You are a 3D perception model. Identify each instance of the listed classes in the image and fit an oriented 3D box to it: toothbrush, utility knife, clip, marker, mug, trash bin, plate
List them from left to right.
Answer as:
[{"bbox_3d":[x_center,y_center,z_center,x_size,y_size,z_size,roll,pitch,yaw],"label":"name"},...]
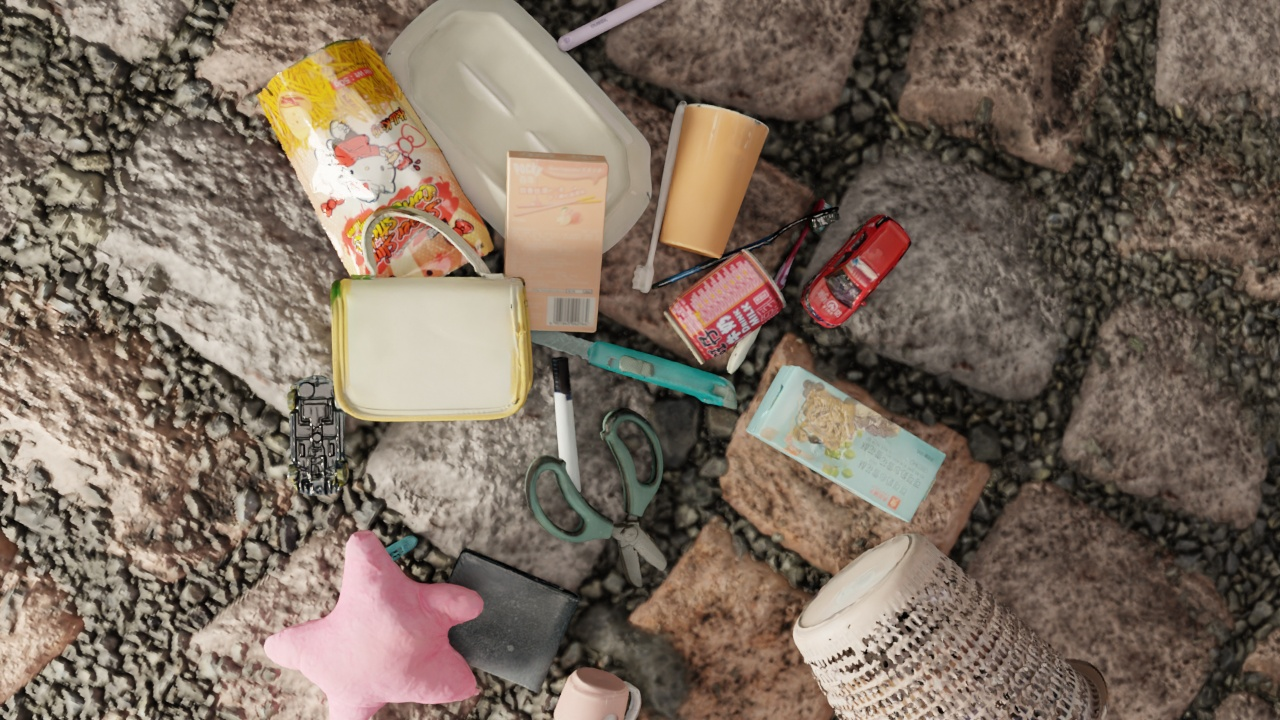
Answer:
[{"bbox_3d":[-0.225,0.174,0.820,0.057,0.048,0.014,-30,95,-10],"label":"clip"},{"bbox_3d":[-0.106,-0.207,0.814,0.162,0.034,0.265,-44,97,-4],"label":"plate"},{"bbox_3d":[-0.068,0.062,0.837,0.018,0.022,0.130,-5,92,-8],"label":"marker"},{"bbox_3d":[-0.005,0.005,0.848,0.209,0.013,0.029,17,84,-8],"label":"utility knife"},{"bbox_3d":[0.008,-0.326,0.830,0.189,0.021,0.029,-31,89,-9],"label":"toothbrush"},{"bbox_3d":[0.018,-0.151,0.843,0.016,0.016,0.180,13,90,-38],"label":"toothbrush"},{"bbox_3d":[0.060,-0.158,0.824,0.078,0.078,0.123,15,95,-9],"label":"mug"},{"bbox_3d":[0.098,-0.102,0.851,0.189,0.014,0.016,-23,102,-1],"label":"toothbrush"},{"bbox_3d":[0.131,-0.068,0.865,0.017,0.016,0.187,30,87,-18],"label":"toothbrush"},{"bbox_3d":[0.250,0.271,0.809,0.227,0.227,0.192,-39,85,-5],"label":"trash bin"}]

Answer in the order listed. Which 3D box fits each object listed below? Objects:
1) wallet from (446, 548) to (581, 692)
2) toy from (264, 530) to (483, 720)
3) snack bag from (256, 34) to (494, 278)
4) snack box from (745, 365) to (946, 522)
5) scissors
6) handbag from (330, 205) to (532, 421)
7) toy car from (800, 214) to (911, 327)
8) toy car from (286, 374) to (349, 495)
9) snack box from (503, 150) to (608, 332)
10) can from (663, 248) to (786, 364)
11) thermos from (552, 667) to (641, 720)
[{"bbox_3d":[-0.128,0.238,0.838,0.121,0.019,0.097,24,89,-7],"label":"wallet"},{"bbox_3d":[-0.220,0.254,0.793,0.178,0.074,0.195,36,103,-12],"label":"toy"},{"bbox_3d":[-0.229,-0.159,0.788,0.128,0.073,0.208,-27,101,0],"label":"snack bag"},{"bbox_3d":[0.192,0.077,0.861,0.175,0.051,0.074,30,87,-8],"label":"snack box"},{"bbox_3d":[-0.014,0.122,0.843,0.177,0.019,0.169,44,76,-20],"label":"scissors"},{"bbox_3d":[-0.175,-0.042,0.781,0.163,0.063,0.179,0,102,-1],"label":"handbag"},{"bbox_3d":[0.203,-0.085,0.861,0.053,0.045,0.120,42,88,-6],"label":"toy car"},{"bbox_3d":[-0.280,0.065,0.800,0.049,0.031,0.105,0,94,-9],"label":"toy car"},{"bbox_3d":[-0.076,-0.100,0.796,0.084,0.026,0.157,2,116,-8],"label":"snack box"},{"bbox_3d":[0.075,-0.048,0.828,0.094,0.066,0.066,-36,97,2],"label":"can"},{"bbox_3d":[-0.058,0.384,0.834,0.087,0.067,0.198,19,87,-40],"label":"thermos"}]
